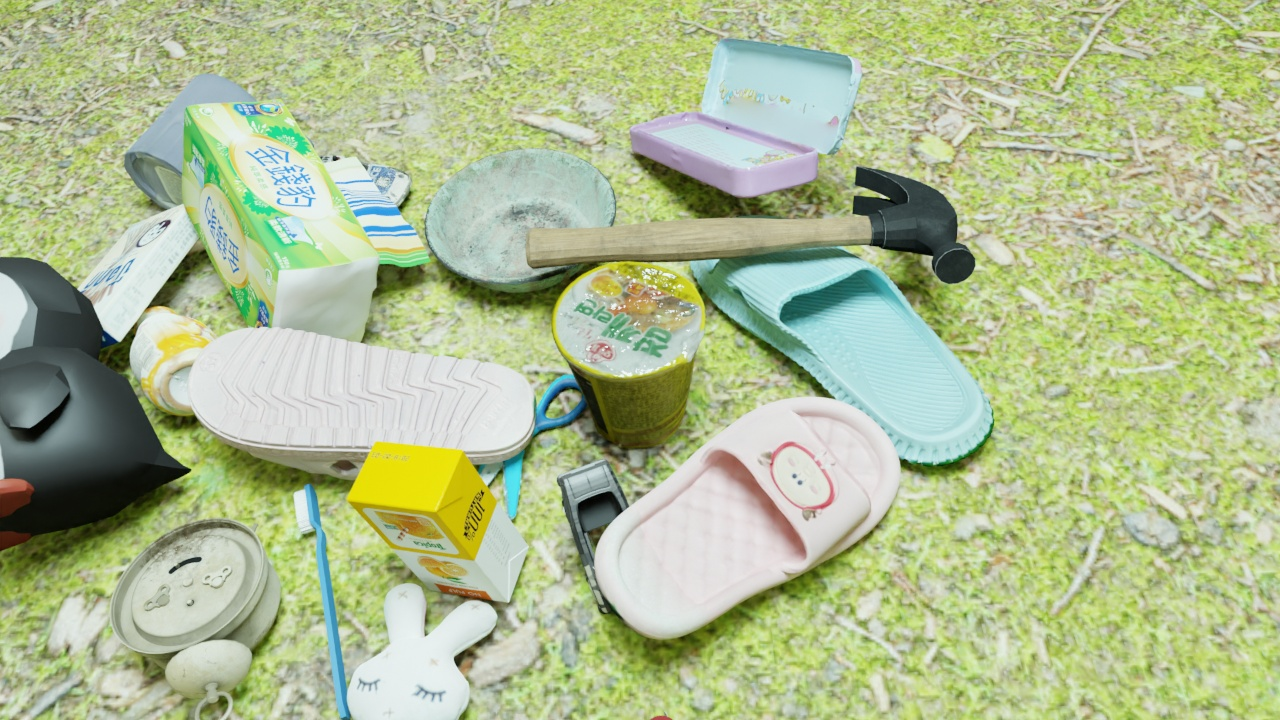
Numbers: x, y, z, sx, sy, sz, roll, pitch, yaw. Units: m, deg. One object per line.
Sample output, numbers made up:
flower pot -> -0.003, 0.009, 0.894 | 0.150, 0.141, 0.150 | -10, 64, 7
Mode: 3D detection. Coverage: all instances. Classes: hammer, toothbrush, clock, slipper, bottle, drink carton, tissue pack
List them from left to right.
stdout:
bottle -> -0.351, -0.005, 0.692 | 0.063, 0.063, 0.109 | -35, 44, -20
clock -> -0.265, 0.163, 0.563 | 0.093, 0.055, 0.140 | -22, 47, -11
tissue pack -> -0.257, -0.110, 0.726 | 0.141, 0.121, 0.197 | -17, 66, -38
toothbrush -> -0.206, 0.151, 0.590 | 0.014, 0.016, 0.166 | -17, 54, -8
slipper -> -0.193, 0.039, 0.646 | 0.239, 0.065, 0.094 | 6, 56, -3
drink carton -> -0.117, 0.101, 0.557 | 0.059, 0.123, 0.040 | 3, 53, 20
hammer -> 0.070, -0.092, 0.669 | 0.305, 0.040, 0.132 | -3, 34, 1
slipper -> 0.070, 0.090, 0.568 | 0.221, 0.056, 0.106 | -27, 73, -25
slipper -> 0.144, -0.036, 0.671 | 0.115, 0.070, 0.276 | -29, 57, -20

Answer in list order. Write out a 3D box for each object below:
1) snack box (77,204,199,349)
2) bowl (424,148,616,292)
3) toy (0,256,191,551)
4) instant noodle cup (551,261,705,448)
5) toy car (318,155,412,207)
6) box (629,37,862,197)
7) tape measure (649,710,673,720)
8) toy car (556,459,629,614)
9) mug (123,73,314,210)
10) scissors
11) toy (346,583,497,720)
snack box -> -0.414, -0.065, 0.737 | 0.082, 0.026, 0.149 | -13, 42, 25
bowl -> -0.097, -0.111, 0.764 | 0.157, 0.039, 0.157 | -2, 53, 3
toy -> -0.399, 0.016, 0.618 | 0.139, 0.160, 0.184 | -11, 70, -37
instant noodle cup -> -0.004, 0.004, 0.625 | 0.102, 0.108, 0.102 | -2, 53, 3
toy car -> -0.259, -0.159, 0.814 | 0.113, 0.041, 0.048 | 10, 55, 11
box -> 0.084, -0.196, 0.750 | 0.140, 0.062, 0.214 | -47, 33, 0
tape measure -> 0.008, 0.233, 0.508 | 0.058, 0.019, 0.051 | -36, 58, -21
toy car -> -0.021, 0.110, 0.575 | 0.040, 0.037, 0.092 | -19, 87, -11
mug -> -0.376, -0.183, 0.823 | 0.124, 0.084, 0.103 | 24, 57, -1
scissors -> -0.081, 0.056, 0.655 | 0.113, 0.013, 0.140 | -6, 50, -2
toy -> -0.135, 0.192, 0.540 | 0.076, 0.037, 0.125 | 7, 51, 11
